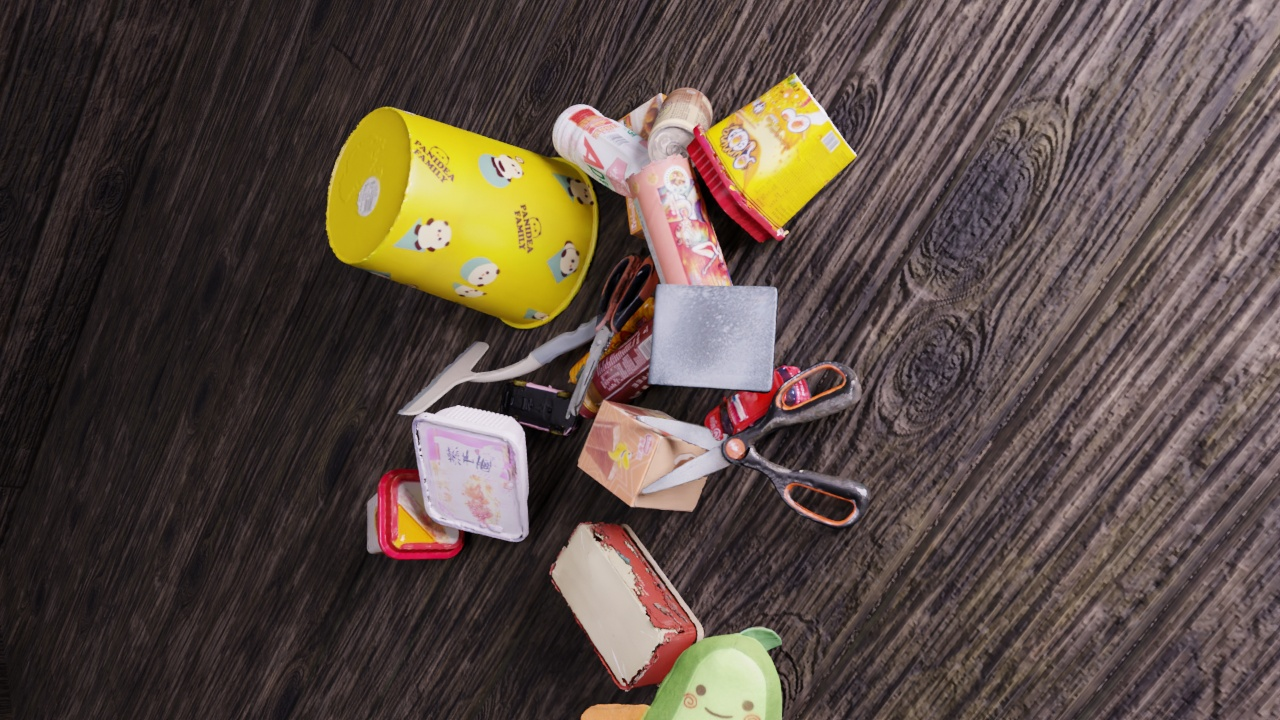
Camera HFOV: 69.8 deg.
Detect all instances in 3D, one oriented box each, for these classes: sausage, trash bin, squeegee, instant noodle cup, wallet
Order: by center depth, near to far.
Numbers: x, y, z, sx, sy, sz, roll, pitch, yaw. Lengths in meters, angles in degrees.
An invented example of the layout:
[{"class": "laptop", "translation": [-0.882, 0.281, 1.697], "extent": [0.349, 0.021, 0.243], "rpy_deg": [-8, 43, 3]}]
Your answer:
[{"class": "wallet", "translation": [0.067, -0.021, 0.849], "extent": [0.121, 0.019, 0.097], "rpy_deg": [3, 88, 22]}, {"class": "instant noodle cup", "translation": [0.129, -0.198, 0.887], "extent": [0.124, 0.116, 0.116], "rpy_deg": [-37, 56, 19]}, {"class": "sausage", "translation": [-0.032, -0.022, 1.059], "extent": [0.166, 0.021, 0.021], "rpy_deg": [-42, 54, 30]}, {"class": "instant noodle cup", "translation": [-0.192, 0.127, 1.096], "extent": [0.138, 0.060, 0.174], "rpy_deg": [11, 126, 13]}, {"class": "squeegee", "translation": [-0.132, -0.007, 1.107], "extent": [0.247, 0.246, 0.039], "rpy_deg": [-20, 105, 17]}, {"class": "trash bin", "translation": [-0.219, -0.175, 1.113], "extent": [0.230, 0.255, 0.229], "rpy_deg": [-12, 72, 42]}, {"class": "instant noodle cup", "translation": [-0.306, 0.211, 1.220], "extent": [0.124, 0.116, 0.116], "rpy_deg": [-29, 61, 51]}]

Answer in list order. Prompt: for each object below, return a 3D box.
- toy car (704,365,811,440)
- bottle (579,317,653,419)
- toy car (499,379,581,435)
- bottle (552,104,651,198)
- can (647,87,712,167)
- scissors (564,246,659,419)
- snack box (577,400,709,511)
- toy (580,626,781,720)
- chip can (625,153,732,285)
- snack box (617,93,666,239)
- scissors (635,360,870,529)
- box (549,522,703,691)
[{"class": "toy car", "translation": [0.109, 0.049, 0.890], "extent": [0.121, 0.045, 0.053], "rpy_deg": [-39, 54, 34]}, {"class": "bottle", "translation": [-0.006, 0.006, 1.001], "extent": [0.175, 0.057, 0.057], "rpy_deg": [-38, 57, 32]}, {"class": "toy car", "translation": [-0.120, 0.058, 1.119], "extent": [0.122, 0.037, 0.056], "rpy_deg": [12, 92, 33]}, {"class": "bottle", "translation": [-0.021, -0.224, 1.029], "extent": [0.197, 0.068, 0.068], "rpy_deg": [40, 109, 38]}, {"class": "can", "translation": [0.043, -0.244, 0.974], "extent": [0.059, 0.058, 0.116], "rpy_deg": [-41, 18, 31]}, {"class": "scissors", "translation": [-0.028, -0.035, 1.004], "extent": [0.195, 0.015, 0.205], "rpy_deg": [-40, 33, 21]}, {"class": "snack box", "translation": [0.008, 0.098, 0.941], "extent": [0.094, 0.092, 0.077], "rpy_deg": [30, 101, 44]}, {"class": "toy", "translation": [0.055, 0.350, 0.796], "extent": [0.090, 0.227, 0.246], "rpy_deg": [112, 175, -84]}, {"class": "chip can", "translation": [0.050, -0.090, 0.907], "extent": [0.071, 0.071, 0.214], "rpy_deg": [-19, 89, 40]}, {"class": "snack box", "translation": [0.014, -0.223, 1.057], "extent": [0.075, 0.026, 0.153], "rpy_deg": [-23, 65, 40]}, {"class": "scissors", "translation": [0.110, 0.084, 0.835], "extent": [0.221, 0.021, 0.224], "rpy_deg": [-45, 75, 10]}, {"class": "box", "translation": [-0.023, 0.248, 0.947], "extent": [0.168, 0.079, 0.091], "rpy_deg": [48, 115, 39]}]
